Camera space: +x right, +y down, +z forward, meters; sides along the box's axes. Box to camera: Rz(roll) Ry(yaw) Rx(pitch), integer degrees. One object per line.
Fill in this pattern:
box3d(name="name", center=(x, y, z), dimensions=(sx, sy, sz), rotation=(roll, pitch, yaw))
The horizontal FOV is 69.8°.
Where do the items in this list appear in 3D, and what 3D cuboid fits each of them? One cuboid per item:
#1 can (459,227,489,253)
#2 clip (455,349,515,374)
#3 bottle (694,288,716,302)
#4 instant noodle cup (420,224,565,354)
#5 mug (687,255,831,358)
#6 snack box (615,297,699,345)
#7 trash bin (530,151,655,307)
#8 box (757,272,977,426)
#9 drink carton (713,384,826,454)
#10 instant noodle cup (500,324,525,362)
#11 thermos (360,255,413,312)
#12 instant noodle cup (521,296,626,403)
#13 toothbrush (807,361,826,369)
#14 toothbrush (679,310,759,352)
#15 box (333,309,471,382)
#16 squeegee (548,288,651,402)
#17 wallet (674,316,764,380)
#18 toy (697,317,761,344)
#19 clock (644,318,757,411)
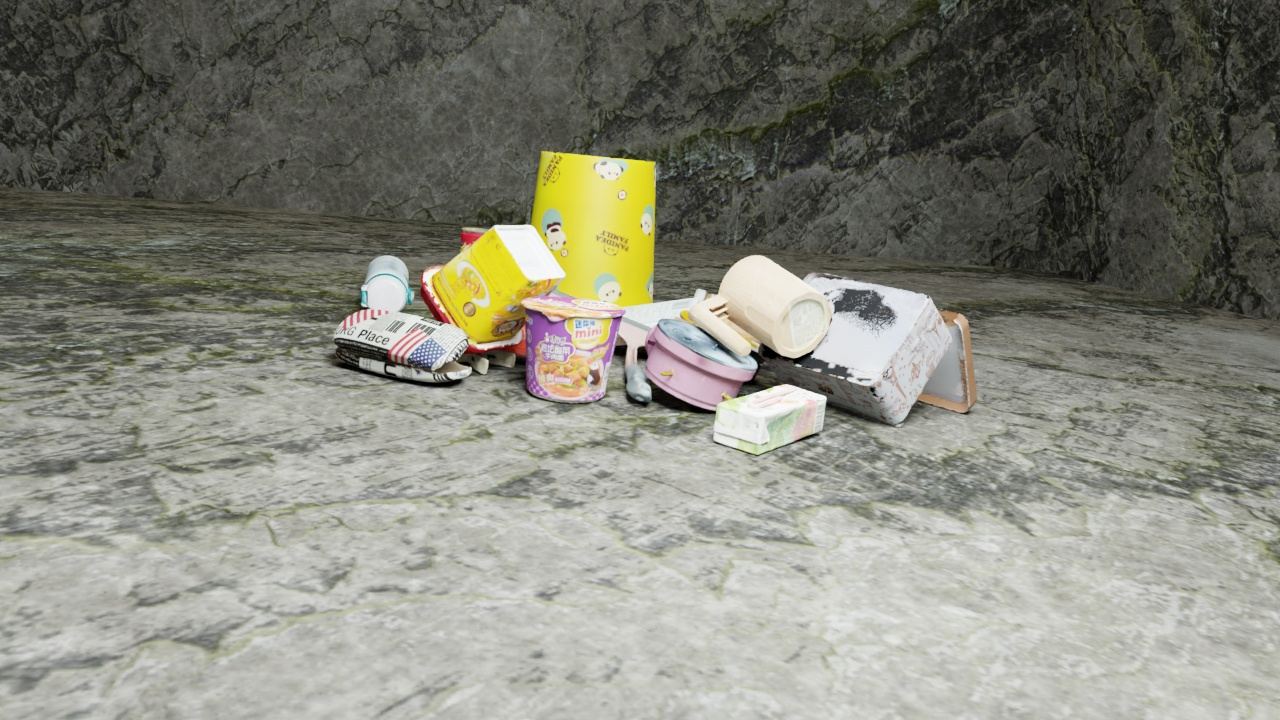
box3d(name="can", center=(-0.242, -0.127, 1.357), dimensions=(0.053, 0.133, 0.053), rotation=(6, 13, -1))
box3d(name="clip", center=(-0.199, -0.010, 1.073), dimensions=(0.097, 0.034, 0.061), rotation=(17, 15, 25))
box3d(name="bottle", center=(0.179, -0.065, 1.366), dimensions=(0.206, 0.060, 0.059), rotation=(16, 13, 5))
box3d(name="instant noodle cup", center=(-0.161, -0.084, 1.026), dimensions=(0.124, 0.116, 0.116), rotation=(-39, -11, 28))
box3d(name="mug", center=(0.131, -0.052, 1.010), dimensions=(0.124, 0.084, 0.103), rotation=(-23, 36, -19))
box3d(name="snack box", center=(0.000, -0.050, 1.232), dimensions=(0.157, 0.027, 0.084), rotation=(-8, 22, 12))
box3d(name="trash bin", center=(-0.078, -0.198, 1.475), dimensions=(0.229, 0.255, 0.229), rotation=(5, 13, -1))
box3d(name="box", center=(0.274, 0.005, 1.071), dimensions=(0.183, 0.156, 0.192), rotation=(20, -22, 49))
box3d(name="drink carton", center=(0.127, 0.054, 0.885), dimensions=(0.054, 0.045, 0.122), rotation=(16, 17, 38))
box3d(name="instant noodle cup", center=(-0.176, -0.055, 1.180), dimensions=(0.164, 0.079, 0.188), rotation=(7, 11, 6))
box3d(name="thermos", center=(-0.380, -0.112, 1.384), dimensions=(0.073, 0.073, 0.224), rotation=(2, 13, -15))
box3d(name="instant noodle cup", center=(-0.076, -0.012, 0.973), dimensions=(0.111, 0.099, 0.111), rotation=(7, 13, -2))
box3d(name="toothbrush", center=(0.266, 0.001, 1.244), dimensions=(0.026, 0.027, 0.212), rotation=(-29, -9, 33))
box3d(name="toothbrush", center=(0.129, -0.024, 1.184), dimensions=(0.191, 0.016, 0.018), rotation=(24, -8, -24))
box3d(name="box", center=(-0.259, -0.022, 0.983), dimensions=(0.164, 0.081, 0.074), rotation=(14, 20, 24))
box3d(name="squeegee", center=(-0.006, 0.006, 1.064), dimensions=(0.247, 0.040, 0.249), rotation=(22, 16, -10))
box3d(name="wallet", center=(0.093, -0.015, 1.118), dimensions=(0.115, 0.033, 0.090), rotation=(25, -2, 12))
box3d(name="toy", center=(0.153, -0.043, 1.269), dimensions=(0.226, 0.082, 0.143), rotation=(-3, 3, 18))
box3d(name="clock", center=(0.061, 0.000, 1.004), dimensions=(0.117, 0.060, 0.158), rotation=(22, 16, -8))
